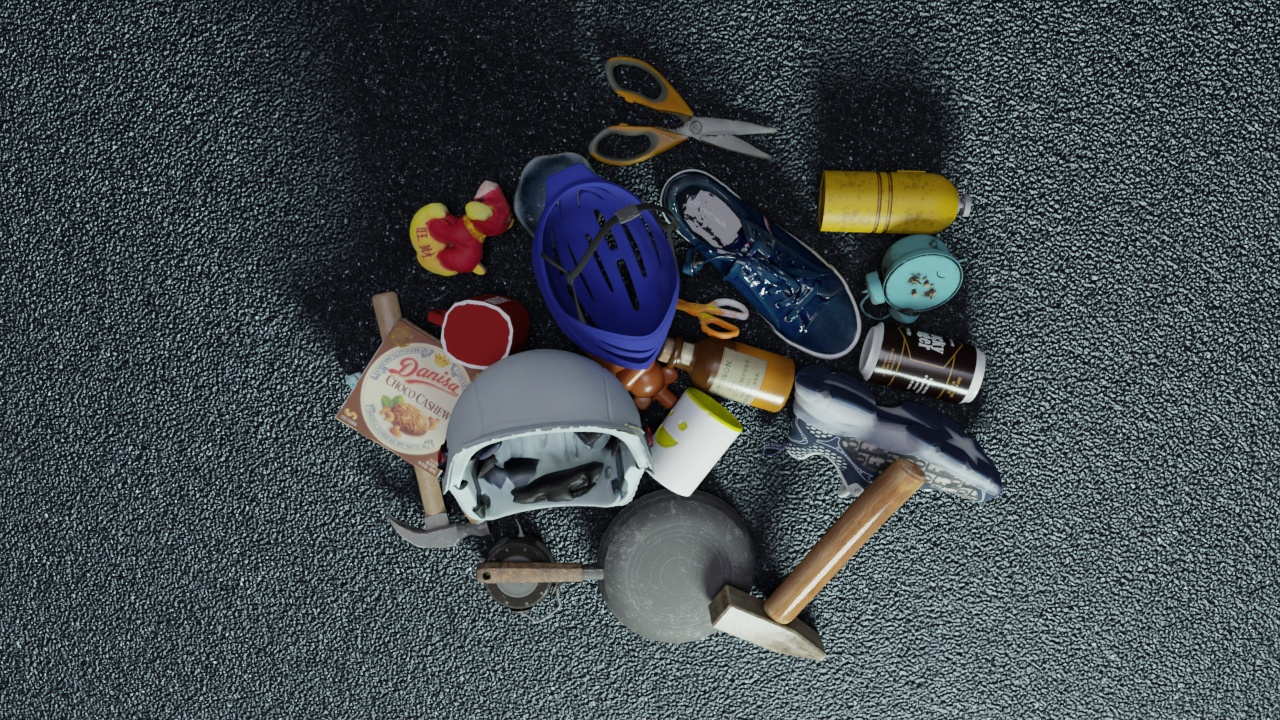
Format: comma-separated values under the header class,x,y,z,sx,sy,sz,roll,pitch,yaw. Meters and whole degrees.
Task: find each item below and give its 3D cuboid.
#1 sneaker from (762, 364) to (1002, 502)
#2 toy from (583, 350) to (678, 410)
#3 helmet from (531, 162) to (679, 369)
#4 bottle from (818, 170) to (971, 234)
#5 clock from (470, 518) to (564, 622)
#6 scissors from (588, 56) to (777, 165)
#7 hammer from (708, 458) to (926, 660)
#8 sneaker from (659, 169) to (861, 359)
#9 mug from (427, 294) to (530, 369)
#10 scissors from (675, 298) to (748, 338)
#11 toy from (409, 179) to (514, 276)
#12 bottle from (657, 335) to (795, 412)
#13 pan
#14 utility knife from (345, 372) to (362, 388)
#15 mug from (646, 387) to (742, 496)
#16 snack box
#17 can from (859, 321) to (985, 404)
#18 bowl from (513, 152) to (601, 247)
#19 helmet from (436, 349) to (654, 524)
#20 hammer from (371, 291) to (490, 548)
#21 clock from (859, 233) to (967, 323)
class,x,y,z,sx,sy,sz,roll,pitch,yaw
sneaker,0.286,0.117,1.089,0.269,0.103,0.133,25,114,2
toy,-0.007,0.007,1.115,0.127,0.065,0.095,42,105,-11
helmet,-0.023,-0.094,0.973,0.147,0.228,0.241,-28,101,-15
bottle,0.290,-0.181,1.047,0.164,0.071,0.071,3,98,5
clock,-0.151,0.271,1.166,0.091,0.043,0.123,-35,97,5
scissors,0.044,-0.268,1.086,0.225,0.016,0.166,27,100,-1
hammer,0.228,0.230,1.072,0.158,0.037,0.301,27,115,-19
sneaker,0.137,-0.105,1.047,0.294,0.127,0.121,42,98,-3
mug,-0.199,-0.039,1.100,0.116,0.096,0.080,14,99,3
scissors,0.070,-0.067,1.103,0.133,0.083,0.012,27,133,24
toy,-0.213,-0.151,1.106,0.137,0.067,0.105,-26,99,16
bottle,0.098,0.008,1.082,0.157,0.068,0.068,17,99,-6
pan,-0.030,0.261,1.130,0.357,0.040,0.208,-2,99,-5
utility knife,-0.322,0.081,1.171,0.022,0.015,0.158,-35,95,1
mug,0.059,0.098,1.103,0.082,0.082,0.106,36,101,0
snack box,-0.270,0.045,1.124,0.143,0.041,0.147,32,88,-5
can,0.326,0.003,1.068,0.128,0.072,0.072,15,99,3
bowl,-0.091,-0.189,1.089,0.110,0.055,0.110,1,98,5
helmet,-0.110,0.072,1.040,0.236,0.264,0.163,-8,64,-5
hammer,-0.284,0.077,1.154,0.119,0.031,0.331,-13,95,-6
clock,0.308,-0.091,1.055,0.090,0.053,0.124,32,127,-29
